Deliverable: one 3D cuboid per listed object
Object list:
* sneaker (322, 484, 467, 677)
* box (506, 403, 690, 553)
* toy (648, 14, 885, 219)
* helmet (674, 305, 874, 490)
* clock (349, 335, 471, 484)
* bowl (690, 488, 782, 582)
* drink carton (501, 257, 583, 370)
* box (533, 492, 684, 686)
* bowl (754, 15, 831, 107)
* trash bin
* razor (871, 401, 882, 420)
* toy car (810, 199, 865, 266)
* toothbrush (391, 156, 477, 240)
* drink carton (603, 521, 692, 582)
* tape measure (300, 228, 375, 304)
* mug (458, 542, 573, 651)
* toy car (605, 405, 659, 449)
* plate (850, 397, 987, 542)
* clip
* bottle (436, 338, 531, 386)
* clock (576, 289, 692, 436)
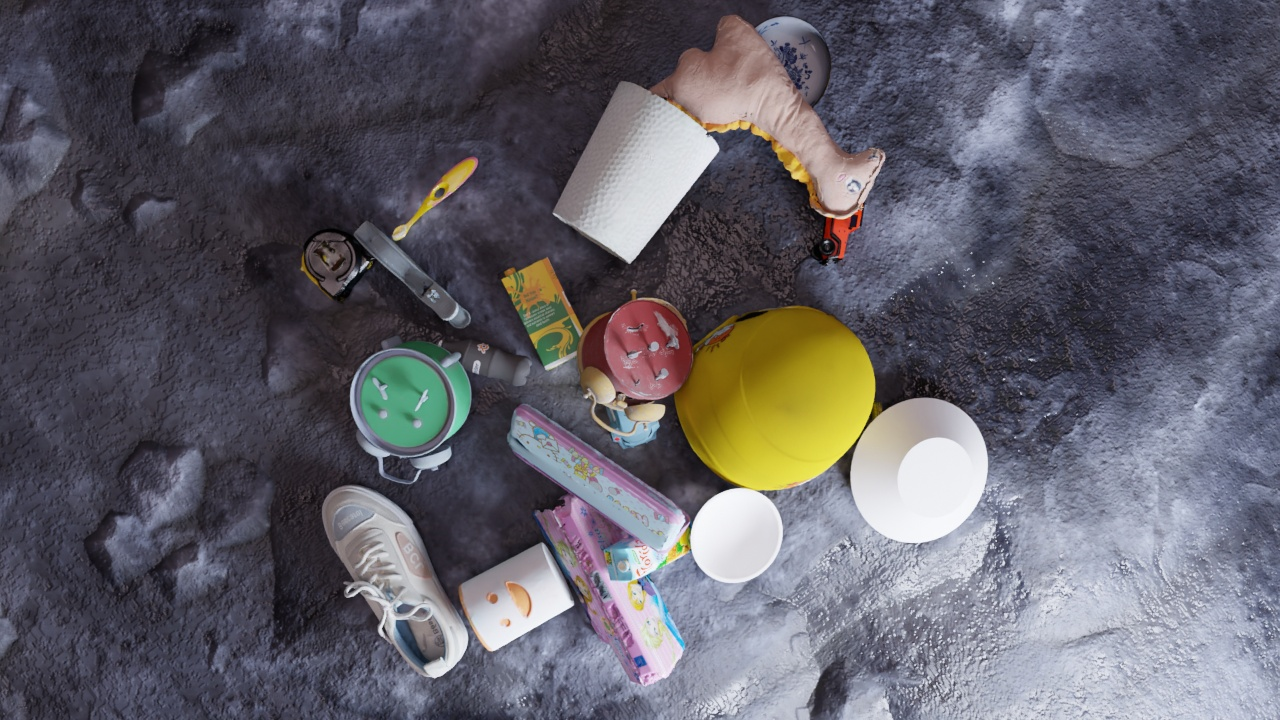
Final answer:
[{"bbox_3d":[-0.276,0.244,1.022,0.089,0.091,0.242,-33,90,-2],"label":"sneaker"},{"bbox_3d":[-0.047,0.129,0.990,0.214,0.140,0.062,33,81,12],"label":"box"},{"bbox_3d":[0.139,-0.254,1.038,0.196,0.065,0.264,-34,92,24],"label":"toy"},{"bbox_3d":[0.164,0.037,1.022,0.240,0.139,0.209,-32,91,-3],"label":"helmet"},{"bbox_3d":[-0.260,0.061,1.025,0.122,0.075,0.162,15,103,6],"label":"clock"},{"bbox_3d":[0.105,0.197,1.063,0.110,0.040,0.110,-2,97,-13],"label":"bowl"},{"bbox_3d":[-0.109,-0.056,1.057,0.058,0.041,0.122,-26,91,-3],"label":"drink carton"},{"bbox_3d":[-0.046,0.258,1.048,0.091,0.084,0.230,-27,91,25],"label":"box"},{"bbox_3d":[0.170,-0.337,1.063,0.114,0.045,0.114,7,107,24],"label":"bowl"},{"bbox_3d":[-0.011,-0.204,1.025,0.133,0.133,0.161,33,92,-2],"label":"trash bin"},{"bbox_3d":[0.326,0.065,1.090,0.106,0.026,0.042,-6,89,-7],"label":"razor"},{"bbox_3d":[0.232,-0.160,1.071,0.049,0.051,0.100,8,89,-1],"label":"toy car"},{"bbox_3d":[-0.239,-0.188,1.064,0.135,0.016,0.021,-45,90,-2],"label":"toothbrush"},{"bbox_3d":[0.012,0.211,1.025,0.039,0.128,0.044,-12,90,39],"label":"drink carton"},{"bbox_3d":[-0.348,-0.113,1.046,0.072,0.042,0.071,39,91,0],"label":"tape measure"},{"bbox_3d":[-0.139,0.265,1.032,0.105,0.082,0.082,-28,91,-4],"label":"mug"},{"bbox_3d":[-0.016,0.048,1.068,0.060,0.027,0.107,-18,90,-3],"label":"toy car"},{"bbox_3d":[0.333,0.132,1.065,0.174,0.036,0.174,-1,97,-11],"label":"plate"},{"bbox_3d":[-0.256,-0.095,1.046,0.162,0.090,0.027,43,88,12],"label":"clip"},{"bbox_3d":[-0.181,-0.001,1.055,0.110,0.036,0.036,18,88,-3],"label":"bottle"},{"bbox_3d":[-0.006,0.006,1.012,0.117,0.081,0.158,29,65,-19],"label":"clock"}]
